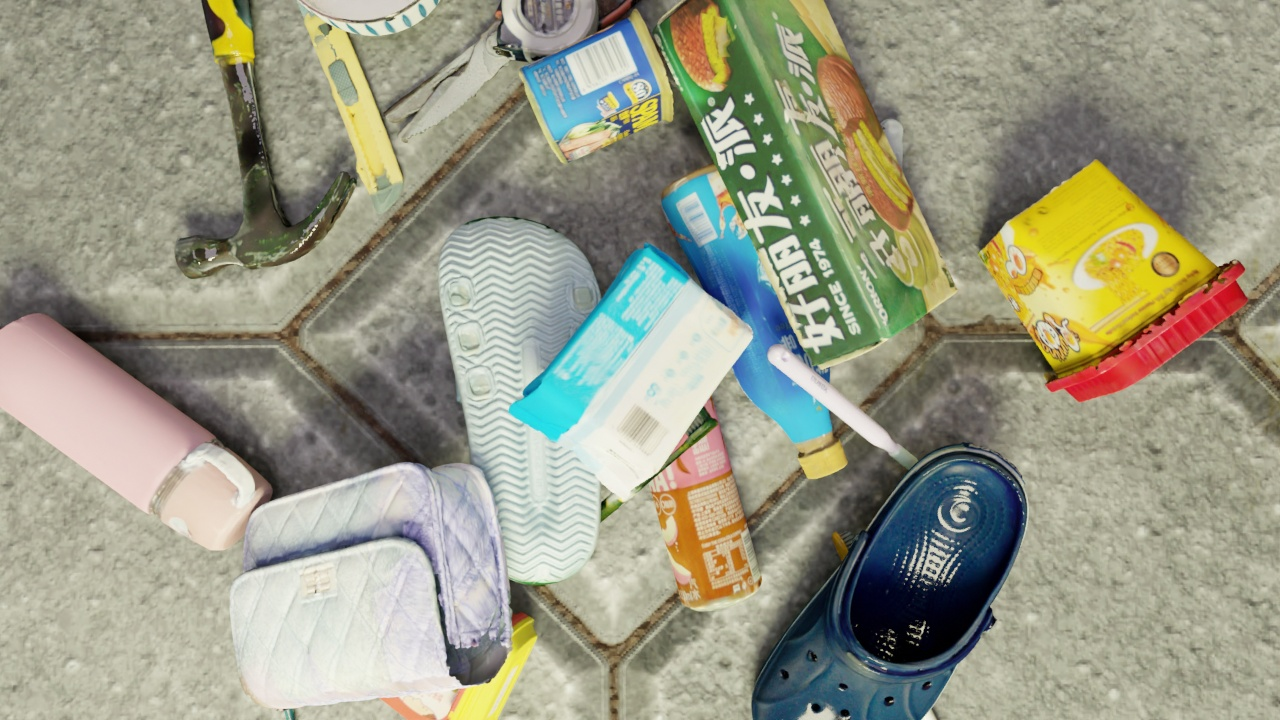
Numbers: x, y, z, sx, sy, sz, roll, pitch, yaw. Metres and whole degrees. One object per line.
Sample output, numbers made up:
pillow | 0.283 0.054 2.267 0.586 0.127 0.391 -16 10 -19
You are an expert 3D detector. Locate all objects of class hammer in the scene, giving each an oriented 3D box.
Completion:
hammer | -0.279 -0.225 0.633 0.126 0.032 0.323 -10 91 0

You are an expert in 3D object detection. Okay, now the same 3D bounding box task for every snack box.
snack box | -0.126 0.203 0.618 0.080 0.082 0.091 27 90 10
snack box | 0.109 -0.125 0.588 0.063 0.114 0.240 -24 91 43

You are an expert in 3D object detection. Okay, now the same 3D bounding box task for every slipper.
slipper | 0.164 0.170 0.589 0.105 0.095 0.253 34 103 13
slipper | -0.074 0.024 0.613 0.104 0.074 0.245 -5 84 -9

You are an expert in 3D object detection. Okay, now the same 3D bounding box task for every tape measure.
tape measure | -0.061 -0.232 0.615 0.066 0.033 0.066 11 94 1

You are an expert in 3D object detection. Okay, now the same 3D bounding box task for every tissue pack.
tissue pack | -0.003 0.003 0.560 0.090 0.063 0.139 39 73 -7

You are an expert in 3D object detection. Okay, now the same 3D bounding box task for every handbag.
handbag | -0.174 0.141 0.569 0.194 0.075 0.134 -19 74 32

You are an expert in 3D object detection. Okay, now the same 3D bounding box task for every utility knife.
utility knife | -0.209 -0.199 0.644 0.031 0.021 0.198 -22 87 2

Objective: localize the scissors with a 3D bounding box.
scissors | -0.094 -0.241 0.640 0.205 0.015 0.197 0 92 0

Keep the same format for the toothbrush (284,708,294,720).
toothbrush | -0.250 0.217 0.649 0.018 0.016 0.191 -12 91 -10

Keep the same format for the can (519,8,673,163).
can | -0.027 -0.174 0.598 0.083 0.102 0.057 -24 91 3

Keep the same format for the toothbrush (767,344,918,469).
toothbrush | 0.148 0.043 0.602 0.189 0.021 0.029 35 79 -26

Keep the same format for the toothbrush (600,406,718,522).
toothbrush | -0.018 0.090 0.611 0.186 0.012 0.017 -42 73 25

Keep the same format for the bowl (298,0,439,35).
bowl | -0.178 -0.272 0.614 0.116 0.066 0.116 0 90 1

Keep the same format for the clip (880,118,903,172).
clip | 0.172 -0.139 0.640 0.026 0.041 0.058 3 90 2

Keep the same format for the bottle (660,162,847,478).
bottle | 0.084 -0.026 0.618 0.065 0.065 0.218 -24 91 0

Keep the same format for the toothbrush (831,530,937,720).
toothbrush | 0.182 0.205 0.647 0.018 0.016 0.191 -26 90 -8

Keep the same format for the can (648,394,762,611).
can | 0.037 0.091 0.624 0.058 0.058 0.147 -15 91 0

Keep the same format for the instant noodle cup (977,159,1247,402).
instant noodle cup | 0.297 -0.053 0.599 0.116 0.116 0.123 -35 80 1

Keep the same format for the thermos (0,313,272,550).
thermos | -0.342 0.046 0.613 0.198 0.067 0.087 36 136 1
